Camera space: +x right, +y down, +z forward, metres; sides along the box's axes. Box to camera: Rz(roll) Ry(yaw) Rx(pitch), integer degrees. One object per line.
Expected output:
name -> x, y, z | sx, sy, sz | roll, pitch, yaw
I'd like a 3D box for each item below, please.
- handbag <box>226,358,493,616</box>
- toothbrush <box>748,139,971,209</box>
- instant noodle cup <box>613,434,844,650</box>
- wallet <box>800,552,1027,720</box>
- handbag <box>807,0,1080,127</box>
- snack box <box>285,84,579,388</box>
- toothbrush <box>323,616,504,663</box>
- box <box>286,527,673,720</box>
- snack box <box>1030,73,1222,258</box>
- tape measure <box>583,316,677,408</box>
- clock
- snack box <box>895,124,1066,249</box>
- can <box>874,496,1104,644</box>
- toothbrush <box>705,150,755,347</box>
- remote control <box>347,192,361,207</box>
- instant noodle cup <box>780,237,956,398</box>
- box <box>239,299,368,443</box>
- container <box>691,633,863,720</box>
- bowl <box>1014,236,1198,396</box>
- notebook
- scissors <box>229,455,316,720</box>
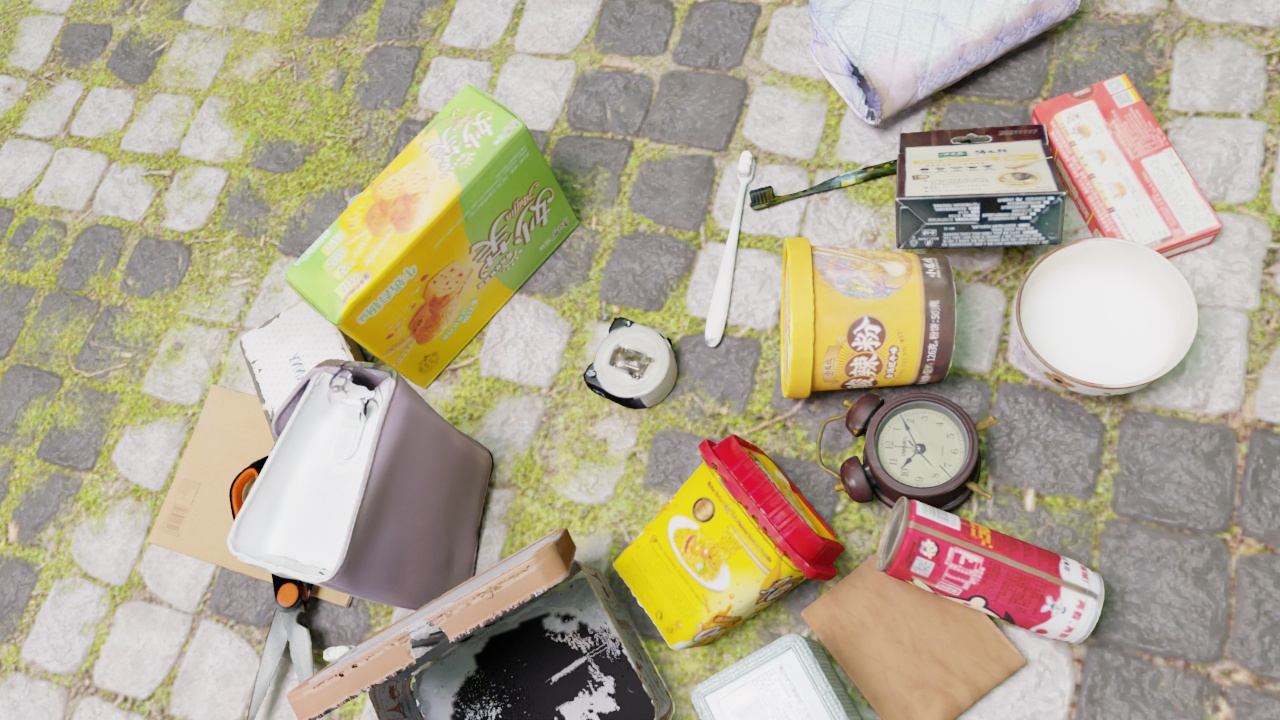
handbag -> -0.184, 0.098, 0.660 | 0.098, 0.197, 0.144 | 14, 73, 18
toothbrush -> 0.181, -0.157, 0.763 | 0.186, 0.017, 0.012 | -14, 30, 9
instant noodle cup -> 0.058, 0.131, 0.638 | 0.124, 0.116, 0.116 | -43, 65, 8
wallet -> 0.184, 0.189, 0.627 | 0.101, 0.020, 0.115 | -37, 63, -2
handbag -> 0.243, -0.292, 0.767 | 0.194, 0.075, 0.134 | -31, 65, 2
snack box -> -0.160, -0.094, 0.749 | 0.070, 0.158, 0.210 | 39, 83, 22
toothbrush -> -0.161, 0.215, 0.709 | 0.181, 0.018, 0.015 | -12, 64, 8
box -> -0.094, 0.207, 0.590 | 0.183, 0.193, 0.156 | -32, 72, -1
snack box -> 0.369, -0.145, 0.705 | 0.075, 0.025, 0.152 | -20, 65, 7
tape measure -> -0.004, 0.004, 0.740 | 0.066, 0.033, 0.065 | 21, 77, 21
clock -> 0.187, 0.065, 0.654 | 0.122, 0.055, 0.082 | 5, 71, 18
snack box -> 0.252, -0.132, 0.695 | 0.113, 0.053, 0.125 | 1, 30, 16
can -> 0.227, 0.138, 0.602 | 0.133, 0.053, 0.053 | 20, 75, 6
toothbrush -> 0.075, -0.095, 0.767 | 0.016, 0.016, 0.179 | 6, 71, 19
remote control -> -0.210, -0.157, 0.863 | 0.136, 0.020, 0.056 | -25, 66, 4
instant noodle cup -> 0.162, -0.030, 0.670 | 0.114, 0.118, 0.118 | 1, 69, 6
box -> -0.272, 0.019, 0.770 | 0.089, 0.060, 0.184 | -32, 49, -5
container -> 0.091, 0.229, 0.584 | 0.090, 0.111, 0.090 | -30, 65, 1
bowl -> 0.322, -0.024, 0.650 | 0.113, 0.062, 0.113 | -5, 70, 12
notebook -> -0.314, 0.111, 0.791 | 0.212, 0.012, 0.149 | 11, 73, 18
scissors -> -0.284, 0.169, 0.744 | 0.211, 0.022, 0.221 | 27, 79, 24
